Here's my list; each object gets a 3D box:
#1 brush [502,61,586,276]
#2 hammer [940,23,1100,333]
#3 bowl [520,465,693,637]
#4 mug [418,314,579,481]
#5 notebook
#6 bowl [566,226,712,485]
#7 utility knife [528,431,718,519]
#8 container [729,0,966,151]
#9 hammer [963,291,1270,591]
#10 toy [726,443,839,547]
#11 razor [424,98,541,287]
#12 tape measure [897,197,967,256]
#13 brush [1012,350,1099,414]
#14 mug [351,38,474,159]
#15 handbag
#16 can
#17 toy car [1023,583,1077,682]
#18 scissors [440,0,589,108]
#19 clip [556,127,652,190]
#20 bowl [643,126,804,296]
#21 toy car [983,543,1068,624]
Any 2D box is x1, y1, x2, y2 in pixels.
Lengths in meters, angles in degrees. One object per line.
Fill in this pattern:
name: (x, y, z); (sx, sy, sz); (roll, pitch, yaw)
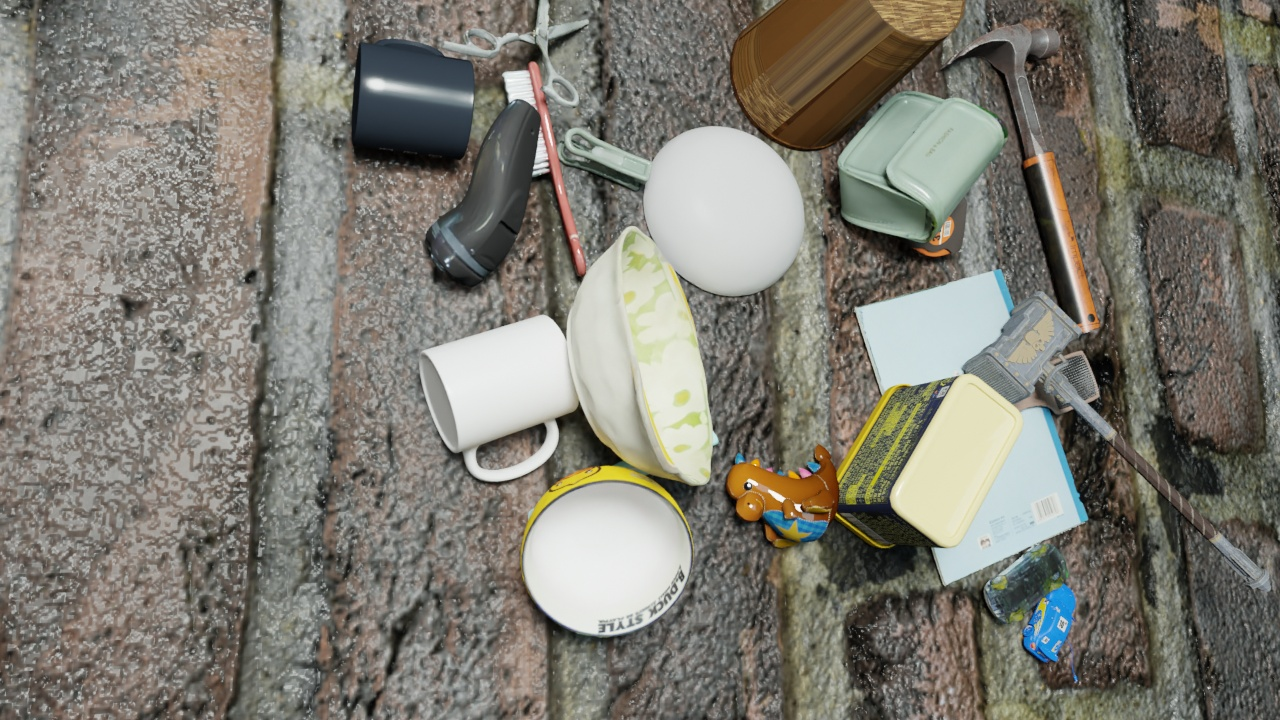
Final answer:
brush: (-0.075, -0.146, 0.710); (0.030, 0.041, 0.172); (-14, 87, -7)
hammer: (0.387, -0.177, 0.902); (0.137, 0.035, 0.314); (-10, 84, -23)
bowl: (-0.025, 0.126, 0.646); (0.117, 0.067, 0.117); (-1, 105, -6)
mug: (-0.097, 0.032, 0.651); (0.090, 0.074, 0.110); (-19, 113, -24)
notebook: (0.304, 0.053, 0.835); (0.180, 0.009, 0.253); (-15, 85, -24)
bowl: (-0.004, 0.004, 0.656); (0.060, 0.218, 0.188); (-16, 116, 15)
utility knife: (-0.013, 0.086, 0.701); (0.165, 0.015, 0.022); (-23, 90, -21)
container: (0.171, -0.268, 0.759); (0.132, 0.168, 0.132); (4, 78, -21)
hammer: (0.439, 0.086, 0.819); (0.322, 0.044, 0.098); (46, 66, 5)
toy: (0.116, 0.096, 0.739); (0.090, 0.071, 0.102); (25, 48, -3)
razor: (-0.113, -0.124, 0.671); (0.064, 0.053, 0.140); (16, 81, 20)
tape measure: (0.263, -0.124, 0.835); (0.058, 0.038, 0.058); (-16, 123, -15)
brush: (0.380, 0.029, 0.857); (0.135, 0.015, 0.050); (-17, 85, -25)
mug: (-0.168, -0.199, 0.669); (0.077, 0.071, 0.105); (3, 52, -21)
handbag: (0.240, -0.171, 0.794); (0.106, 0.067, 0.121); (27, 64, 33)
can: (0.227, 0.082, 0.737); (0.075, 0.104, 0.135); (37, 74, -7)
toy car: (0.371, 0.234, 0.797); (0.033, 0.062, 0.091); (38, 68, -11)
scissors: (-0.089, -0.250, 0.700); (0.157, 0.014, 0.141); (2, 57, -38)
clip: (-0.029, -0.161, 0.734); (0.075, 0.042, 0.023); (19, 71, -18)
bowl: (0.079, -0.131, 0.763); (0.149, 0.043, 0.149); (4, 78, -21)
toy car: (0.339, 0.196, 0.811); (0.089, 0.027, 0.038); (-28, 89, -22)
